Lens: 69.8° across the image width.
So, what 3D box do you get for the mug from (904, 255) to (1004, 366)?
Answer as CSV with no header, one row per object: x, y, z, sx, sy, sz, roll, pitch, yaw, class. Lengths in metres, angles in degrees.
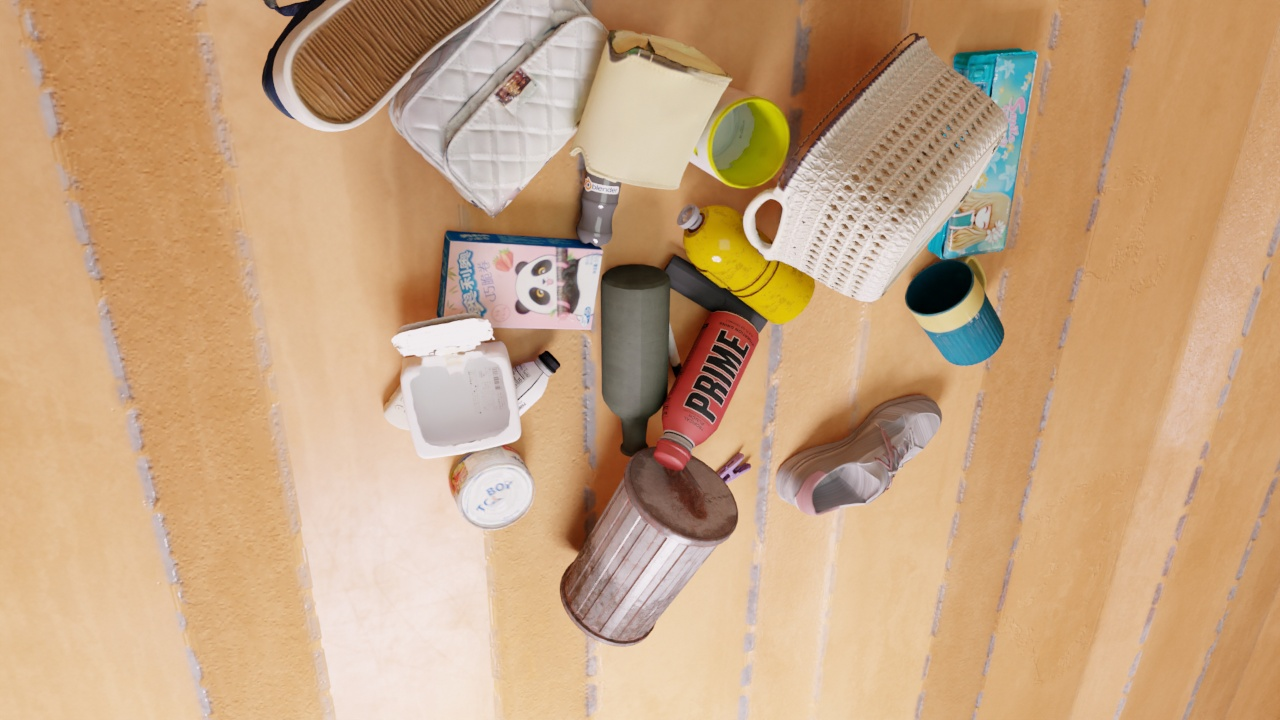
0.381,-0.067,1.090,0.107,0.083,0.113,44,65,-33,mug

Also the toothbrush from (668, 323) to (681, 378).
0.036,0.003,1.016,0.017,0.012,0.187,-21,121,-8,toothbrush

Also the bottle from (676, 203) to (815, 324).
0.103,-0.106,0.956,0.163,0.071,0.071,33,99,-32,bottle

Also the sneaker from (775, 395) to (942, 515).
0.288,0.127,1.135,0.236,0.089,0.099,-28,122,-8,sneaker

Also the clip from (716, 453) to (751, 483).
0.108,0.134,1.110,0.051,0.013,0.033,-34,121,-1,clip

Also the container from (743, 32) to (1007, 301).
0.229,-0.176,0.876,0.251,0.143,0.185,-46,165,-21,container

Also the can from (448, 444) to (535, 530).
-0.158,0.136,0.983,0.086,0.043,0.086,-10,118,-20,can

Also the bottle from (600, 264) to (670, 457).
-0.006,0.006,0.965,0.071,0.071,0.207,-9,117,-19,bottle

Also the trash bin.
0.008,0.200,1.002,0.130,0.130,0.212,12,127,-27,trash bin

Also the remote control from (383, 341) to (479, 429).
-0.210,0.015,0.917,0.038,0.018,0.126,33,98,-31,remote control

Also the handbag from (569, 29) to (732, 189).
0.004,-0.220,0.799,0.111,0.081,0.119,-2,131,-40,handbag

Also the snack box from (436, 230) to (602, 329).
-0.118,-0.077,0.901,0.154,0.033,0.088,0,113,-22,snack box

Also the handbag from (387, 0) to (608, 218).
-0.113,-0.234,0.803,0.195,0.072,0.139,-46,124,4,handbag

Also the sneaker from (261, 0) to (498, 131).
-0.200,-0.306,0.732,0.294,0.127,0.120,-54,130,-14,sneaker

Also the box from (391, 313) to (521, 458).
-0.174,0.010,0.862,0.111,0.101,0.189,-12,126,-9,box

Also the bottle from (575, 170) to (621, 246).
-0.037,-0.167,0.887,0.036,0.036,0.110,2,114,-23,bottle

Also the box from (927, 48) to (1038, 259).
0.382,-0.228,1.029,0.094,0.039,0.227,-10,118,-18,box

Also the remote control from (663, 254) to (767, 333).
0.080,-0.069,0.996,0.146,0.015,0.033,28,102,-31,remote control

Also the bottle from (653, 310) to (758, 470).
0.065,0.033,0.967,0.062,0.062,0.176,44,62,-33,bottle

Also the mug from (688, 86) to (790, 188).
0.081,-0.216,0.871,0.082,0.106,0.083,-9,117,-18,mug

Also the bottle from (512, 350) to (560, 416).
-0.131,0.036,0.946,0.116,0.041,0.041,-43,123,2,bottle
